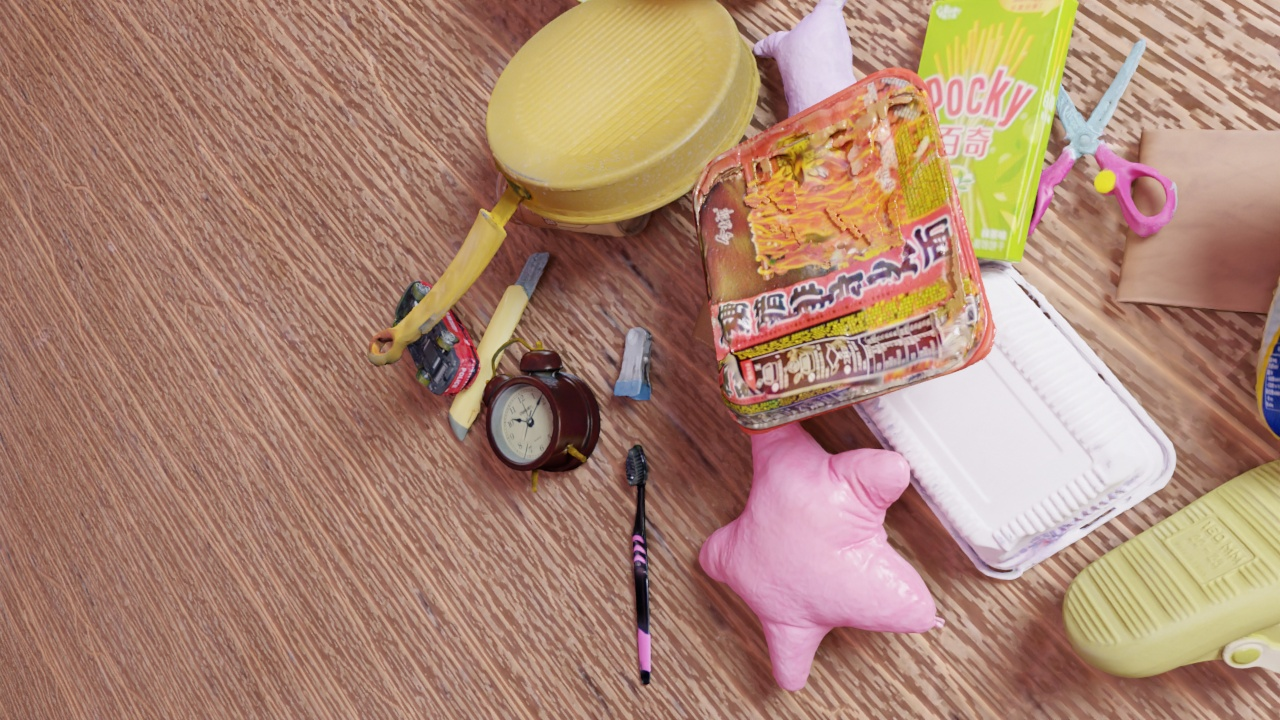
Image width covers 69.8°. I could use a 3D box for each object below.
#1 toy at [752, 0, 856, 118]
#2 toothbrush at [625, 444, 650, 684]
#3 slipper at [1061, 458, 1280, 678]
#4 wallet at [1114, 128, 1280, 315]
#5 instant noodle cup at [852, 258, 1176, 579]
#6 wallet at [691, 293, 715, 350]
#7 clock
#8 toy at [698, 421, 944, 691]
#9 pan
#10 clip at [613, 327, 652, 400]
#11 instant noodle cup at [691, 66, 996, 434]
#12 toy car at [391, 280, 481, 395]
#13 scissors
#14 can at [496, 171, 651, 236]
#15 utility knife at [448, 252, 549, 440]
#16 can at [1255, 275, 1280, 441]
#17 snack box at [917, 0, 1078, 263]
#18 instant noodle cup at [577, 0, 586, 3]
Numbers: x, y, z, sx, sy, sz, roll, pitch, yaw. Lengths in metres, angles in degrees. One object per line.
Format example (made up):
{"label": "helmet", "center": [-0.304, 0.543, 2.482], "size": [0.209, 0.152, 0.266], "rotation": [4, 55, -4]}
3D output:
{"label": "toy", "center": [0.118, -0.185, 0.623], "size": [0.084, 0.038, 0.108], "rotation": [-18, 84, 48]}
{"label": "toothbrush", "center": [-0.001, 0.160, 0.714], "size": [0.014, 0.017, 0.189], "rotation": [-1, 91, 29]}
{"label": "slipper", "center": [0.325, 0.119, 0.486], "size": [0.191, 0.091, 0.081], "rotation": [-31, 114, 18]}
{"label": "wallet", "center": [0.333, -0.076, 0.505], "size": [0.115, 0.020, 0.101], "rotation": [10, 95, 28]}
{"label": "instant noodle cup", "center": [0.212, 0.036, 0.558], "size": [0.138, 0.060, 0.173], "rotation": [-43, 71, 24]}
{"label": "wallet", "center": [0.090, -0.053, 0.647], "size": [0.090, 0.033, 0.115], "rotation": [27, 105, 31]}
{"label": "clock", "center": [-0.085, 0.039, 0.740], "size": [0.082, 0.055, 0.122], "rotation": [-34, 72, 27]}
{"label": "toy", "center": [0.115, 0.132, 0.604], "size": [0.178, 0.074, 0.195], "rotation": [32, 117, 39]}
{"label": "pan", "center": [-0.073, -0.127, 0.661], "size": [0.357, 0.078, 0.197], "rotation": [-39, 52, -2]}
{"label": "clip", "center": [-0.003, 0.002, 0.711], "size": [0.027, 0.045, 0.058], "rotation": [6, 84, 34]}
{"label": "instant noodle cup", "center": [0.119, -0.059, 0.547], "size": [0.165, 0.079, 0.188], "rotation": [-20, 68, 34]}
{"label": "toy car", "center": [-0.178, -0.019, 0.801], "size": [0.053, 0.045, 0.120], "rotation": [-53, 52, 23]}
{"label": "scissors", "center": [0.258, -0.122, 0.545], "size": [0.131, 0.017, 0.133], "rotation": [-38, 59, 40]}
{"label": "can", "center": [-0.052, -0.130, 0.715], "size": [0.116, 0.058, 0.058], "rotation": [11, 97, 31]}
{"label": "utility knife", "center": [-0.125, -0.013, 0.784], "size": [0.031, 0.020, 0.188], "rotation": [36, 115, 21]}
{"label": "can", "center": [0.362, -0.023, 0.451], "size": [0.074, 0.049, 0.148], "rotation": [16, 94, 1]}
{"label": "snack box", "center": [0.207, -0.142, 0.566], "size": [0.086, 0.026, 0.156], "rotation": [17, 100, 43]}
{"label": "instant noodle cup", "center": [-0.029, -0.348, 0.675], "size": [0.124, 0.111, 0.111], "rotation": [-35, 73, 19]}
